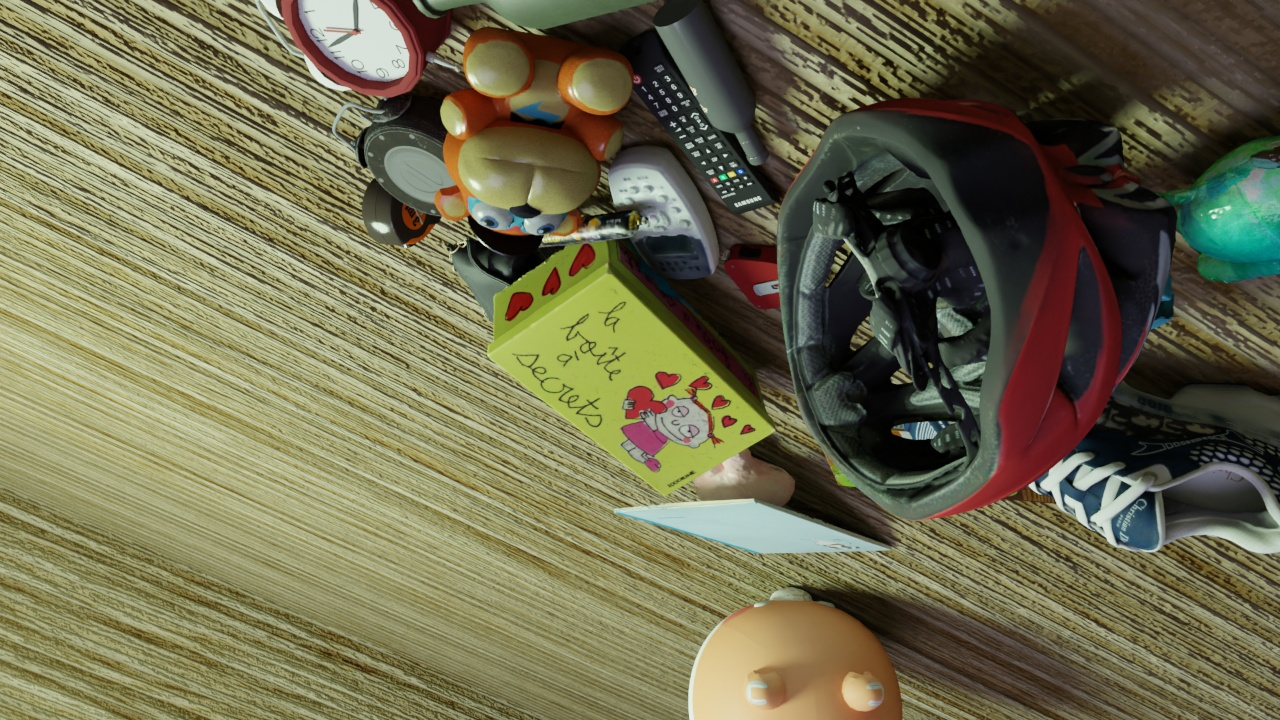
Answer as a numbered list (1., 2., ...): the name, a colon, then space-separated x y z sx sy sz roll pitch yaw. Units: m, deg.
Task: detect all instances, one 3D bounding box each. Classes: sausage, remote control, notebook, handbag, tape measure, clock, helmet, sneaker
1. sausage: -0.053 -0.094 0.665 0.156 0.020 0.020 2 146 43
2. remote control: 0.039 -0.144 0.579 0.033 0.015 0.147 -10 137 41
3. notebook: 0.122 0.179 0.970 0.182 0.009 0.253 -12 154 42
4. handbag: -0.113 -0.058 0.768 0.079 0.054 0.128 9 150 25
5. tape measure: -0.190 -0.117 0.715 0.038 0.058 0.058 8 144 24
6. remote control: 0.017 -0.102 0.645 0.060 0.028 0.114 4 146 27
7. clock: -0.178 -0.212 0.568 0.138 0.048 0.096 3 145 24
8. helmet: 0.166 -0.026 0.520 0.166 0.217 0.273 -14 158 -17
9. sneaker: 0.315 0.072 0.617 0.270 0.132 0.103 10 125 13
10. clock: -0.153 -0.150 0.654 0.122 0.043 0.091 32 146 -21
11. tape measure: 0.094 -0.062 0.671 0.051 0.019 0.059 -9 138 40

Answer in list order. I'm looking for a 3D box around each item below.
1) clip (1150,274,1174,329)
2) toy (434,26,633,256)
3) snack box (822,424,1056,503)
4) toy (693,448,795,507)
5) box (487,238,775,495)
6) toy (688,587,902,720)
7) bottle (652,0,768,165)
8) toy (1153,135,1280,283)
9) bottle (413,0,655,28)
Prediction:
1. clip: 0.284 -0.031 0.605 0.120 0.027 0.103 -4 144 36
2. toy: -0.072 -0.135 0.581 0.112 0.096 0.176 4 156 -15
3. snack box: 0.252 0.075 0.782 0.186 0.031 0.101 1 144 29
4. toy: 0.093 0.114 0.917 0.109 0.053 0.105 -8 135 38
5. box: -0.004 0.004 0.727 0.125 0.079 0.221 -31 131 19
6. toy: 0.192 0.416 1.131 0.263 0.265 0.281 1 157 0
7. bottle: 0.047 -0.159 0.537 0.030 0.030 0.113 -4 141 35
8. toy: 0.351 -0.063 0.479 0.193 0.072 0.131 23 150 -22
9. bottle: -0.032 -0.211 0.463 0.207 0.071 0.071 -1 143 31
